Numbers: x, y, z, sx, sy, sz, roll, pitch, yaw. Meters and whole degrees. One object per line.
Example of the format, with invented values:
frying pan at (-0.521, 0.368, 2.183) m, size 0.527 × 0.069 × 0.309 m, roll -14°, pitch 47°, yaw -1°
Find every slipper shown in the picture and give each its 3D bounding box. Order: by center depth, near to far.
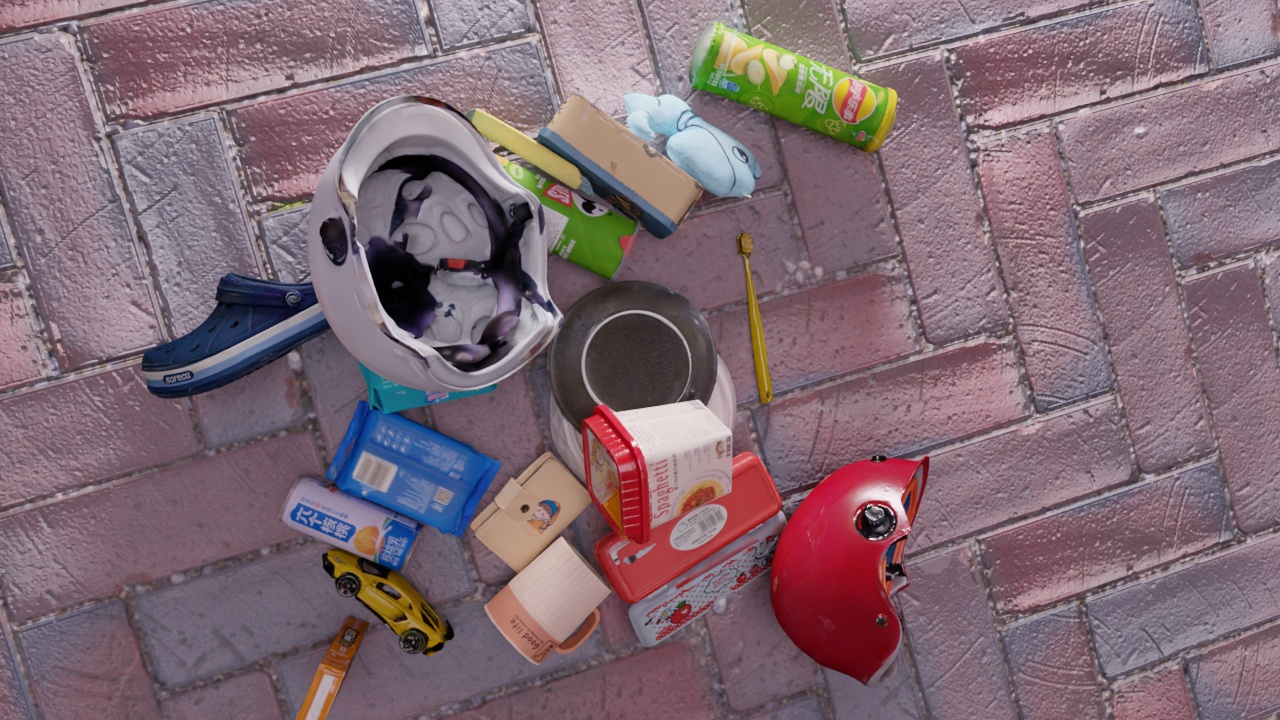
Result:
slipper at (-0.365, -0.046, 0.884) m, size 0.252 × 0.105 × 0.095 m, roll -26°, pitch 102°, yaw -10°

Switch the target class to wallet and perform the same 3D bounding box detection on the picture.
wallet at (-0.114, 0.158, 0.962) m, size 0.115 × 0.024 × 0.087 m, roll -44°, pitch 117°, yaw -5°

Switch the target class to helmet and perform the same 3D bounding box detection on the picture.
helmet at (-0.204, -0.091, 0.834) m, size 0.228 × 0.146 × 0.258 m, roll -26°, pitch 96°, yaw -51°
helmet at (0.214, 0.204, 0.953) m, size 0.144 × 0.207 × 0.239 m, roll 9°, pitch 69°, yaw 20°

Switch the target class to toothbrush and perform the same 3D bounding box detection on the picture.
toothbrush at (0.127, -0.047, 1.010) m, size 0.015 × 0.016 × 0.190 m, roll -9°, pitch 93°, yaw -8°

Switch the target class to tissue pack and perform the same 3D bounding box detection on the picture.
tissue pack at (-0.215, -0.003, 0.919) m, size 0.133 × 0.050 × 0.093 m, roll -10°, pitch 58°, yaw -12°
tissue pack at (-0.231, 0.110, 0.938) m, size 0.157 × 0.052 × 0.095 m, roll 26°, pitch 89°, yaw -9°

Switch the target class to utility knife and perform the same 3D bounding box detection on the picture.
utility knife at (-0.115, -0.213, 0.935) m, size 0.167 × 0.031 × 0.018 m, roll 37°, pitch 55°, yaw 15°

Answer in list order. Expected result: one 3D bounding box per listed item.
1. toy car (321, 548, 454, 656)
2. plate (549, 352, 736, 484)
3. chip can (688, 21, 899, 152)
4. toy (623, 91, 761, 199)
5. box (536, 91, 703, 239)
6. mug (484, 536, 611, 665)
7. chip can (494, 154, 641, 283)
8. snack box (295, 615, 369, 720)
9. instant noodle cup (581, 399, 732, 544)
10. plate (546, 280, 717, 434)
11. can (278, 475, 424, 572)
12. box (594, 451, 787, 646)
toy car at (-0.255, 0.240, 0.927) m, size 0.156 × 0.071 × 0.041 m, roll 42°, pitch 86°, yaw -7°
plate at (0.007, 0.054, 0.979) m, size 0.205 × 0.045 × 0.205 m, roll 0°, pitch 92°, yaw -9°
chip can at (0.161, -0.292, 0.983) m, size 0.221 × 0.072 × 0.072 m, roll 18°, pitch 88°, yaw -9°
toy at (0.060, -0.223, 0.962) m, size 0.161 × 0.050 × 0.156 m, roll -6°, pitch 59°, yaw -42°
box at (-0.028, -0.202, 0.947) m, size 0.184 × 0.090 × 0.062 m, roll 33°, pitch 86°, yaw -6°
mug at (-0.086, 0.257, 0.956) m, size 0.106 × 0.082 × 0.114 m, roll -43°, pitch 124°, yaw -8°
chip can at (-0.119, -0.160, 0.939) m, size 0.236 × 0.072 × 0.072 m, roll 24°, pitch 87°, yaw -9°
snack box at (-0.297, 0.304, 0.879) m, size 0.026 × 0.154 × 0.075 m, roll 23°, pitch 87°, yaw -9°
instant noodle cup at (0.019, 0.099, 0.898) m, size 0.124 × 0.116 × 0.116 m, roll -15°, pitch 121°, yaw -20°
plate at (-0.006, 0.005, 0.941) m, size 0.179 × 0.024 × 0.179 m, roll 0°, pitch 91°, yaw -10°
can at (-0.292, 0.165, 0.928) m, size 0.134 × 0.053 × 0.053 m, roll 25°, pitch 87°, yaw -9°
box at (0.065, 0.202, 0.965) m, size 0.201 × 0.059 × 0.161 m, roll -30°, pitch 115°, yaw -13°
